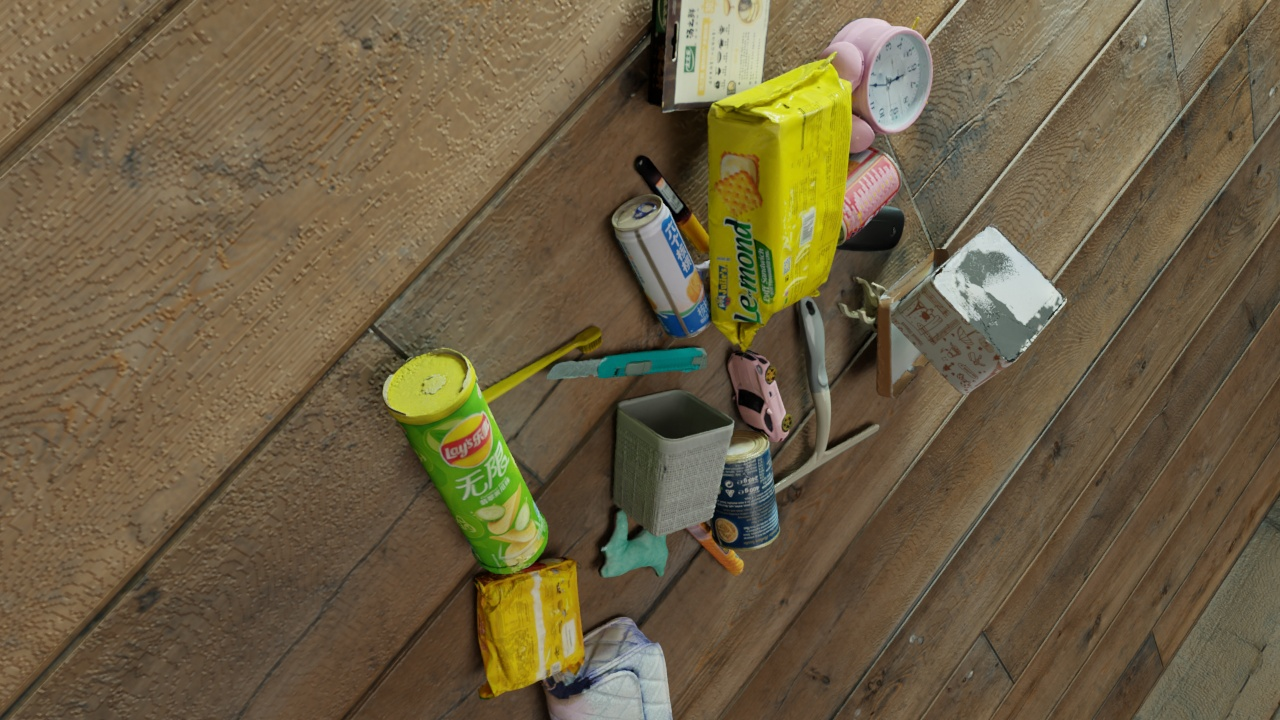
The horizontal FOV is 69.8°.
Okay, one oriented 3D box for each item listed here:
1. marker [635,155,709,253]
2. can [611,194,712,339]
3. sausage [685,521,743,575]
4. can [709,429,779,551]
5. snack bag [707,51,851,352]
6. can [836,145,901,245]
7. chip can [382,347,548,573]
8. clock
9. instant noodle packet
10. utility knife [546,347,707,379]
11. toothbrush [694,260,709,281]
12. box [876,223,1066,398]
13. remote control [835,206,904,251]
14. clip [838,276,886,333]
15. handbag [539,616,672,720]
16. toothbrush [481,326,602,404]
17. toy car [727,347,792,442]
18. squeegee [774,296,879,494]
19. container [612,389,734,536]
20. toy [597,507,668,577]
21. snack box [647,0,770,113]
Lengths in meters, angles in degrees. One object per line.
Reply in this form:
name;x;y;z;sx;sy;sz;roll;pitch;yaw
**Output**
marker;0.031;-0.144;0.854;0.018;0.015;0.124;-52;129;-11
can;0.022;-0.085;0.845;0.053;0.053;0.135;-43;130;-17
sausage;0.080;0.204;1.040;0.021;0.021;0.165;-50;132;-11
can;0.107;0.138;0.989;0.075;0.075;0.111;-22;115;-30
snack bag;0.131;-0.143;0.847;0.157;0.068;0.247;-34;133;-40
can;0.217;-0.171;0.955;0.093;0.066;0.066;-44;130;-18
chip can;-0.138;0.092;0.763;0.072;0.072;0.221;-38;136;-21
clock;0.227;-0.275;0.923;0.158;0.060;0.117;-32;125;-22
instant noodle packet;-0.108;0.258;0.891;0.110;0.044;0.128;-8;105;-29
utility knife;-0.005;0.005;0.883;0.207;0.013;0.029;-5;120;-41
toothbrush;0.124;-0.111;0.940;0.188;0.029;0.021;-20;83;-33
box;0.355;-0.042;1.079;0.181;0.153;0.179;-34;168;-38
remote control;0.257;-0.147;1.028;0.136;0.024;0.053;-5;111;-38
clip;0.277;-0.071;1.072;0.104;0.035;0.083;6;106;-45
handbag;-0.032;0.384;0.992;0.134;0.075;0.194;-24;122;-27
toothbrush;-0.110;0.021;0.810;0.189;0.016;0.017;-32;133;-24
toy car;0.125;0.041;0.983;0.037;0.056;0.122;-43;130;-26
squeegee;0.202;0.038;1.055;0.245;0.039;0.247;-25;123;-29
container;0.028;0.103;0.910;0.090;0.090;0.114;-10;118;-35
toy;-0.007;0.195;0.962;0.091;0.030;0.096;-12;110;-37
snack box;0.054;-0.275;0.787;0.125;0.053;0.113;-14;118;-35
